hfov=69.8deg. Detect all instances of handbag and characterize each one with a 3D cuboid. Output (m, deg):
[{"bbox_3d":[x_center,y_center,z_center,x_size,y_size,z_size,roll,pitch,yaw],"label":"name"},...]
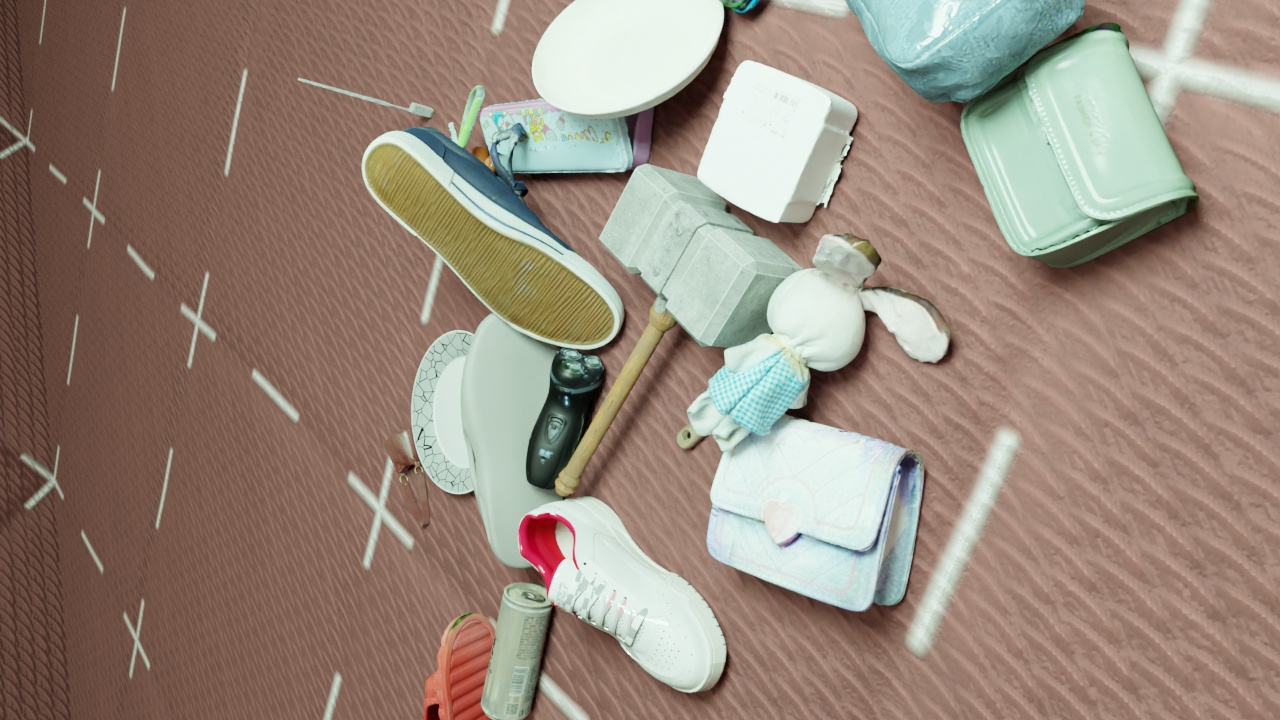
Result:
[{"bbox_3d":[0.129,0.110,0.706,0.159,0.069,0.126,12,95,46],"label":"handbag"},{"bbox_3d":[-0.283,0.148,1.136,0.055,0.029,0.119,-30,73,42],"label":"handbag"},{"bbox_3d":[0.270,-0.131,0.576,0.106,0.067,0.121,-28,69,39],"label":"handbag"},{"bbox_3d":[0.207,-0.245,0.603,0.122,0.118,0.191,-42,41,25],"label":"handbag"}]

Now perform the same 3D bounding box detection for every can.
[{"bbox_3d":[-0.129,0.305,0.957,0.054,0.054,0.136,21,103,43],"label":"can"}]

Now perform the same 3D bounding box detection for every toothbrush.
[{"bbox_3d":[-0.317,-0.310,1.074,0.010,0.181,0.010,45,115,30],"label":"toothbrush"}]

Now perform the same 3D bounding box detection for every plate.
[{"bbox_3d":[-0.009,-0.281,0.831,0.182,0.034,0.182,-11,56,17],"label":"plate"},{"bbox_3d":[-0.208,0.060,1.069,0.189,0.016,0.188,-2,87,44],"label":"plate"}]

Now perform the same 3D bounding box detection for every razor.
[{"bbox_3d":[-0.079,0.058,0.901,0.053,0.063,0.140,18,88,13],"label":"razor"}]

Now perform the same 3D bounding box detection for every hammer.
[{"bbox_3d":[-0.005,0.004,0.826,0.162,0.082,0.318,48,120,34],"label":"hammer"}]

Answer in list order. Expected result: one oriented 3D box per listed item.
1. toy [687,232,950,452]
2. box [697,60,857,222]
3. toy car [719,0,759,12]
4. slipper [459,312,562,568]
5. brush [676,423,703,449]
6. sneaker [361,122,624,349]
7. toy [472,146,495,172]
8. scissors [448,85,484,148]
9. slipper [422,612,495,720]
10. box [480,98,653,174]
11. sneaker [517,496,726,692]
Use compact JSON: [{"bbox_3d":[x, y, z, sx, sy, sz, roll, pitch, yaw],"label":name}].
[{"bbox_3d":[0.120,-0.007,0.705,0.206,0.131,0.105,-44,15,22],"label":"toy"},{"bbox_3d":[0.122,-0.174,0.746,0.102,0.091,0.107,35,117,31],"label":"box"},{"bbox_3d":[0.080,-0.343,0.792,0.048,0.032,0.105,-48,52,32],"label":"toy car"},{"bbox_3d":[-0.138,0.078,0.951,0.081,0.112,0.266,-6,90,55],"label":"slipper"},{"bbox_3d":[0.081,0.034,0.791,0.152,0.012,0.039,-41,62,35],"label":"brush"},{"bbox_3d":[-0.124,-0.134,0.911,0.294,0.127,0.121,40,126,0],"label":"sneaker"},{"bbox_3d":[-0.186,-0.178,1.026,0.095,0.065,0.127,-16,72,51],"label":"toy"},{"bbox_3d":[-0.202,-0.220,1.005,0.172,0.021,0.172,-64,33,34],"label":"scissors"},{"bbox_3d":[-0.193,0.398,0.984,0.059,0.103,0.248,-7,86,30],"label":"slipper"},{"bbox_3d":[-0.080,-0.227,0.932,0.214,0.065,0.078,10,109,44],"label":"box"},{"bbox_3d":[-0.033,0.214,0.831,0.236,0.104,0.090,43,117,36],"label":"sneaker"}]
